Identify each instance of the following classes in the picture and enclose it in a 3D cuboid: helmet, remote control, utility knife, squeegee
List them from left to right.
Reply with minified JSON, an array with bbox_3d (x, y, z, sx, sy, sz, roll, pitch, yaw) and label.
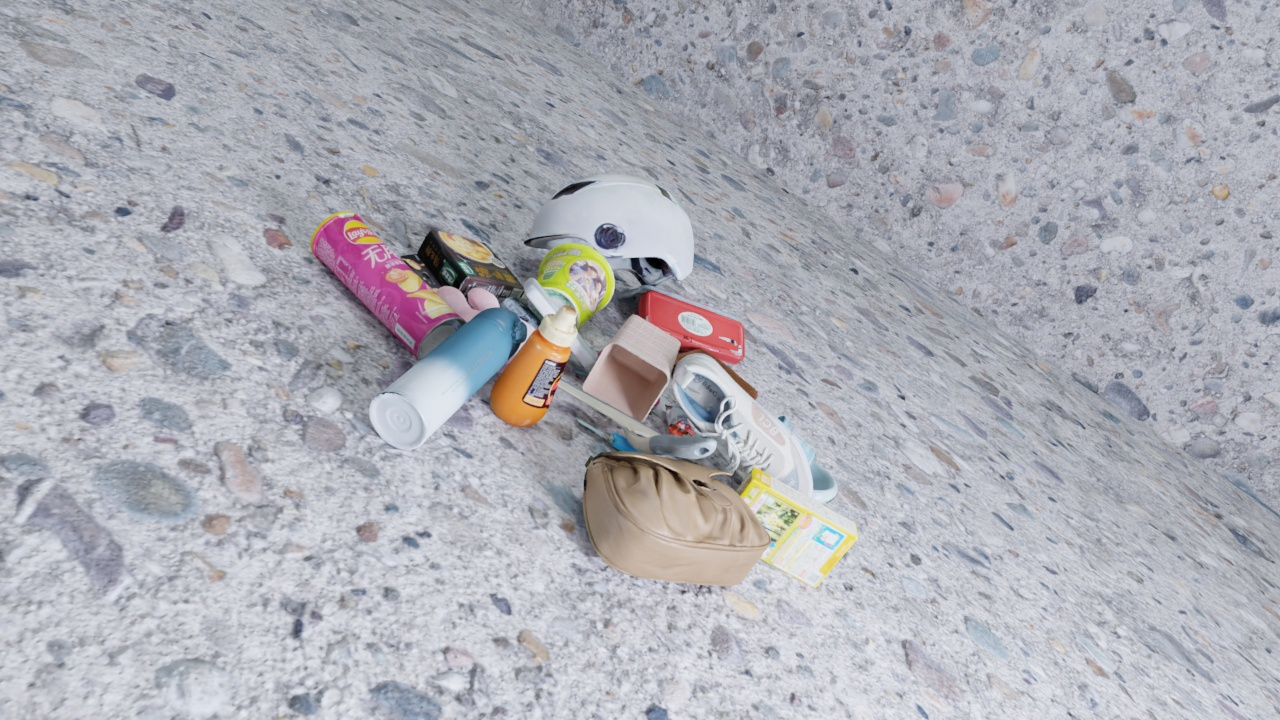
[{"bbox_3d":[-0.104,-0.047,1.177,0.136,0.020,0.056,52,5,-19],"label":"remote control"},{"bbox_3d":[-0.036,-0.209,1.397,0.258,0.146,0.229,15,-4,-9],"label":"helmet"},{"bbox_3d":[0.005,0.116,1.092,0.192,0.018,0.034,30,9,1],"label":"utility knife"},{"bbox_3d":[0.019,0.088,1.021,0.246,0.039,0.247,31,-9,-22],"label":"squeegee"}]

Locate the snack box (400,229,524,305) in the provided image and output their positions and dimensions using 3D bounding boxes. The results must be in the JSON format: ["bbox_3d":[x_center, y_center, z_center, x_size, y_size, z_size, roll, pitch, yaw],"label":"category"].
[{"bbox_3d":[-0.236,-0.118,1.228,0.125,0.053,0.113,9,32,-51],"label":"snack box"}]

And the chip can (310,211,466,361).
[{"bbox_3d":[-0.291,-0.085,1.061,0.210,0.072,0.071,42,26,21],"label":"chip can"}]

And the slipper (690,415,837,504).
[{"bbox_3d":[0.166,0.103,1.240,0.245,0.074,0.103,36,23,13],"label":"slipper"}]

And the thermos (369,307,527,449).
[{"bbox_3d":[-0.191,0.009,0.954,0.070,0.070,0.219,33,35,4],"label":"thermos"}]

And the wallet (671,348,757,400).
[{"bbox_3d":[0.105,0.032,1.361,0.124,0.032,0.101,41,28,21],"label":"wallet"}]

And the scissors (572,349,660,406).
[{"bbox_3d":[-0.030,0.030,1.222,0.136,0.017,0.133,26,29,-14],"label":"scissors"}]

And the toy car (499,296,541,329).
[{"bbox_3d":[-0.152,-0.045,1.186,0.034,0.043,0.090,1,39,-52],"label":"toy car"}]

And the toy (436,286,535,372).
[{"bbox_3d":[-0.183,-0.038,1.121,0.121,0.054,0.159,0,38,-45],"label":"toy"}]

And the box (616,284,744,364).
[{"bbox_3d":[0.064,-0.056,1.472,0.201,0.099,0.116,17,61,-31],"label":"box"}]

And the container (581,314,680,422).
[{"bbox_3d":[-0.007,0.007,1.179,0.090,0.090,0.110,31,28,-1],"label":"container"}]

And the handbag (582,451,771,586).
[{"bbox_3d":[0.039,0.156,0.949,0.204,0.100,0.147,15,27,-40],"label":"handbag"}]

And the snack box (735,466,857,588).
[{"bbox_3d":[0.165,0.192,1.047,0.140,0.087,0.033,28,25,-7],"label":"snack box"}]

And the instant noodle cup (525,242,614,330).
[{"bbox_3d":[-0.105,-0.088,1.259,0.111,0.112,0.123,31,31,-2],"label":"instant noodle cup"}]

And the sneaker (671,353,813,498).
[{"bbox_3d":[0.127,0.093,1.135,0.242,0.090,0.090,49,13,0],"label":"sneaker"}]

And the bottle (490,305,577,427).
[{"bbox_3d":[-0.110,0.003,1.008,0.066,0.150,0.066,26,24,-13],"label":"bottle"}]

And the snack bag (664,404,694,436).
[{"bbox_3d":[0.052,0.083,1.187,0.048,0.026,0.104,35,11,-7],"label":"snack bag"}]
